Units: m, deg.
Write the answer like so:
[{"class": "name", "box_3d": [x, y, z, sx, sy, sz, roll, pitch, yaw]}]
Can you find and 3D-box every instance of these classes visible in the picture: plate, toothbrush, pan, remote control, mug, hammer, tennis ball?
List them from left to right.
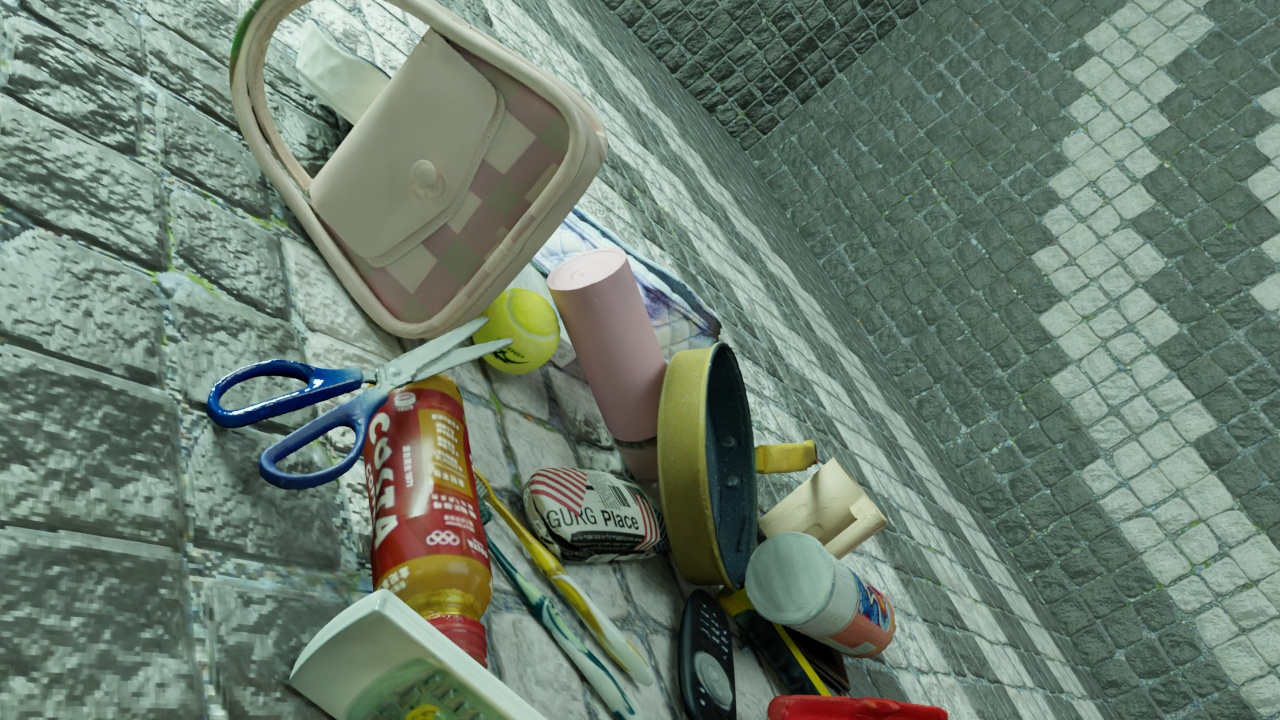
[{"class": "plate", "box_3d": [-0.183, -0.183, 0.724, 0.205, 0.045, 0.205, 38, 2, -2]}, {"class": "remote control", "box_3d": [-0.084, 0.156, 0.397, 0.135, 0.056, 0.019, 47, 13, -19]}, {"class": "tennis ball", "box_3d": [-0.094, -0.022, 0.692, 0.065, 0.066, 0.065, 45, 20, -21]}, {"class": "toothbrush", "box_3d": [-0.055, 0.135, 0.573, 0.191, 0.016, 0.018, 50, 29, -5]}, {"class": "toothbrush", "box_3d": [-0.052, 0.150, 0.547, 0.191, 0.018, 0.016, 52, 18, -2]}, {"class": "remote control", "box_3d": [0.045, 0.217, 0.648, 0.053, 0.024, 0.136, 48, 20, -18]}, {"class": "pan", "box_3d": [0.099, 0.089, 0.813, 0.357, 0.078, 0.197, 13, 73, -72]}, {"class": "mug", "box_3d": [0.186, 0.168, 0.922, 0.084, 0.103, 0.124, 48, 7, -11]}, {"class": "hammer", "box_3d": [0.171, 0.316, 0.759, 0.323, 0.032, 0.126, 53, 18, 5]}]

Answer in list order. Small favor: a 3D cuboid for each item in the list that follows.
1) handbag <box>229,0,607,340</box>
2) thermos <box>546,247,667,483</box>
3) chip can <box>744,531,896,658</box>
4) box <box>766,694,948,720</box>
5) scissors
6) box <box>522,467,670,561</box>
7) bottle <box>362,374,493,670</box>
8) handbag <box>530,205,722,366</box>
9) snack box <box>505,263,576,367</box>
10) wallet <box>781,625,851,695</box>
[{"class": "handbag", "box_3d": [-0.158, -0.147, 0.601, 0.234, 0.193, 0.093, 41, 13, -7]}, {"class": "thermos", "box_3d": [-0.004, 0.004, 0.745, 0.087, 0.067, 0.199, -44, 125, -33]}, {"class": "chip can", "box_3d": [0.160, 0.205, 0.779, 0.214, 0.071, 0.071, 41, 20, -54]}, {"class": "box", "box_3d": [0.173, 0.325, 0.666, 0.201, 0.058, 0.161, 20, 52, -36]}, {"class": "scissors", "box_3d": [-0.144, 0.005, 0.484, 0.133, 0.012, 0.172, 22, 39, -4]}, {"class": "box", "box_3d": [-0.030, 0.112, 0.650, 0.164, 0.052, 0.068, 21, 48, -57]}, {"class": "bottle", "box_3d": [-0.110, 0.082, 0.470, 0.057, 0.058, 0.174, 35, 25, -42]}, {"class": "handbag", "box_3d": [-0.021, -0.072, 0.858, 0.194, 0.075, 0.134, 41, 5, 31]}, {"class": "snack box", "box_3d": [-0.115, -0.067, 0.785, 0.157, 0.027, 0.084, 41, 21, -31]}, {"class": "wallet", "box_3d": [0.153, 0.247, 0.864, 0.122, 0.020, 0.096, 43, 24, -28]}]
